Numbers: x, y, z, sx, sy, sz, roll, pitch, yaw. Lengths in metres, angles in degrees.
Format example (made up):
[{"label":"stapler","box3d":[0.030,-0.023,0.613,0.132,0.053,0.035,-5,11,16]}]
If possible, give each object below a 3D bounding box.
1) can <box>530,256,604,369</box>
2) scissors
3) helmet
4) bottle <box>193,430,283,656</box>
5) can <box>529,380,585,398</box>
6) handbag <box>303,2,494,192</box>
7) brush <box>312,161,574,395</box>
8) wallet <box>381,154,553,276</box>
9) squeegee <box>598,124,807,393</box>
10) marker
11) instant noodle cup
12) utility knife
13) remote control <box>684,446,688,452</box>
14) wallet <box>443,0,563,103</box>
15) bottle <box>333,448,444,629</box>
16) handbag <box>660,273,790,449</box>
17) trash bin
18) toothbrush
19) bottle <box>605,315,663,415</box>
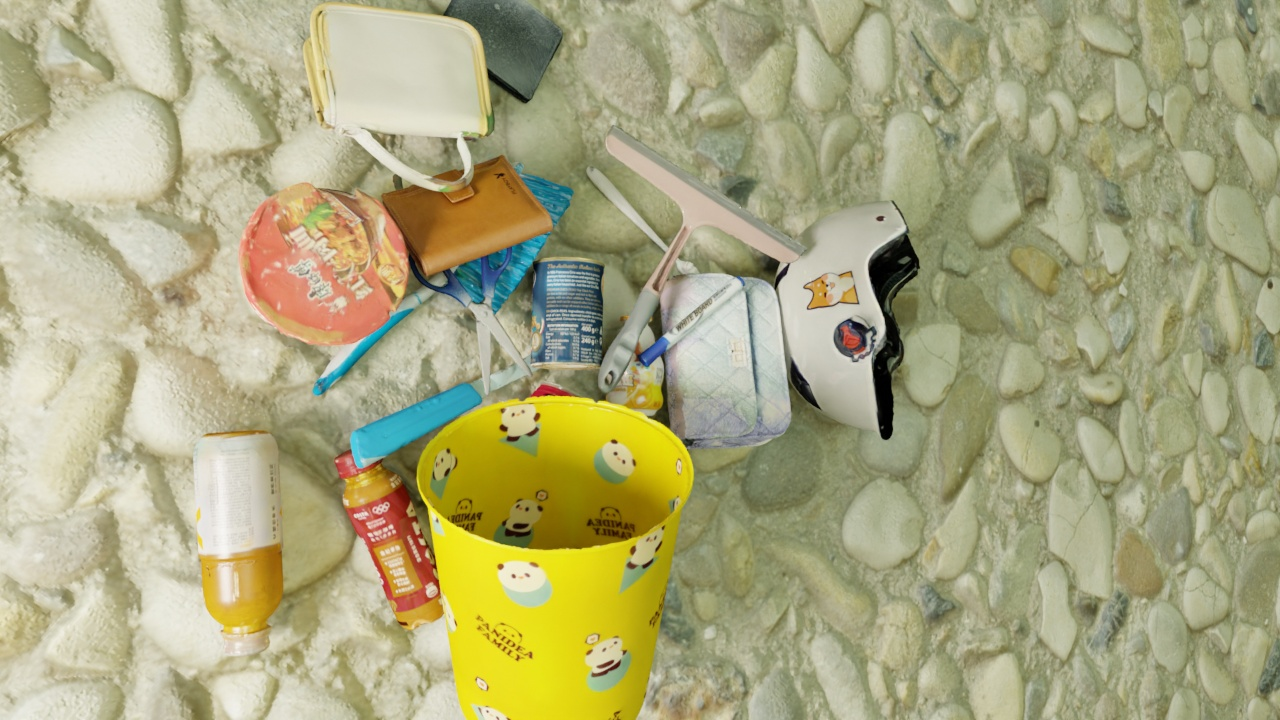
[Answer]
[{"label":"can","box3d":[-0.075,-0.045,0.950,0.075,0.075,0.111,4,84,-31]},{"label":"scissors","box3d":[-0.153,-0.061,0.884,0.162,0.012,0.164,32,77,-16]},{"label":"helmet","box3d":[0.232,-0.053,1.078,0.229,0.157,0.274,8,89,-68]},{"label":"bottle","box3d":[-0.344,0.156,0.789,0.068,0.068,0.189,-3,89,-31]},{"label":"can","box3d":[-0.096,0.075,0.940,0.066,0.067,0.093,34,71,-25]},{"label":"handbag","box3d":[-0.222,-0.237,0.861,0.163,0.063,0.178,-4,73,-30]},{"label":"brush","box3d":[-0.188,-0.072,0.905,0.109,0.061,0.314,36,73,-19]},{"label":"wallet","box3d":[-0.168,-0.142,0.870,0.130,0.035,0.119,-25,63,-22]},{"label":"squeegee","box3d":[0.015,-0.075,0.956,0.247,0.040,0.249,31,77,-13]},{"label":"marker","box3d":[0.056,-0.043,0.979,0.145,0.017,0.017,-39,107,-16]},{"label":"instant noodle cup","box3d":[-0.287,-0.077,0.809,0.137,0.109,0.138,2,87,-31]},{"label":"utility knife","box3d":[-0.180,0.041,0.896,0.237,0.018,0.034,-28,90,-43]},{"label":"remote control","box3d":[0.016,0.149,1.028,0.053,0.024,0.136,26,73,-22]},{"label":"wallet","box3d":[-0.145,-0.342,0.958,0.120,0.019,0.097,32,72,-27]},{"label":"bottle","box3d":[-0.233,0.163,0.860,0.057,0.058,0.175,-27,100,-29]},{"label":"handbag","box3d":[0.092,-0.002,1.019,0.134,0.076,0.193,-2,73,-11]},{"label":"trash bin","box3d":[-0.077,0.197,0.825,0.229,0.229,0.256,-14,122,-30]},{"label":"toothbrush","box3d":[0.004,-0.154,1.038,0.180,0.016,0.016,43,66,-22]},{"label":"bottle","box3d":[-0.006,0.006,0.998,0.063,0.063,0.108,3,86,-31]}]
